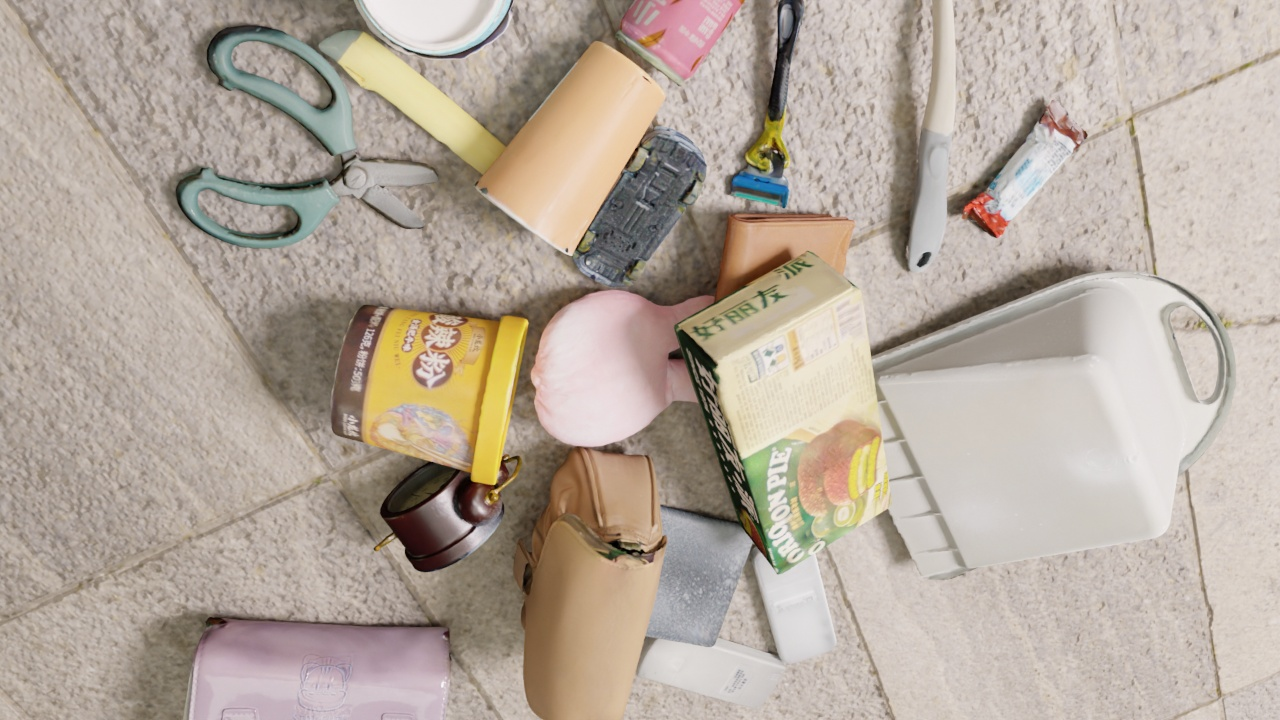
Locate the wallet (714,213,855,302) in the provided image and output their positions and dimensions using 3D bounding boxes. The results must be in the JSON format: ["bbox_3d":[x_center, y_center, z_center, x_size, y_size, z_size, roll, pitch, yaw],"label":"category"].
[{"bbox_3d":[0.101,-0.042,0.676,0.107,0.031,0.132,-4,116,-27],"label":"wallet"}]

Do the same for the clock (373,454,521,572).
[{"bbox_3d":[-0.140,0.108,0.693,0.122,0.082,0.055,-27,110,11],"label":"clock"}]

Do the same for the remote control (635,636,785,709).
[{"bbox_3d":[0.063,0.279,0.840,0.135,0.019,0.056,21,109,-17],"label":"remote control"}]

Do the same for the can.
[{"bbox_3d":[0.047,-0.249,0.573,0.058,0.058,0.147,31,106,-21],"label":"can"}]

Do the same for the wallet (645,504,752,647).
[{"bbox_3d":[0.035,0.186,0.786,0.097,0.019,0.121,14,103,-13],"label":"wallet"}]

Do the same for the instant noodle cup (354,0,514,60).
[{"bbox_3d":[-0.120,-0.222,0.523,0.111,0.120,0.111,-4,115,-8],"label":"instant noodle cup"}]

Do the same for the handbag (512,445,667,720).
[{"bbox_3d":[-0.043,0.173,0.702,0.099,0.147,0.205,7,109,-15],"label":"handbag"}]

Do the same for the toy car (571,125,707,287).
[{"bbox_3d":[-0.002,-0.106,0.644,0.054,0.036,0.121,26,118,-20],"label":"toy car"}]

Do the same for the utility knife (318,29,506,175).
[{"bbox_3d":[-0.131,-0.157,0.609,0.175,0.019,0.031,39,106,-22],"label":"utility knife"}]

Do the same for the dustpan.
[{"bbox_3d":[0.327,0.045,0.741,0.258,0.142,0.223,-14,114,40],"label":"dustpan"}]

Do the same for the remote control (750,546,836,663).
[{"bbox_3d":[0.138,0.214,0.822,0.056,0.020,0.136,-18,116,0],"label":"remote control"}]

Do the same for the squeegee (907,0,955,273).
[{"bbox_3d":[0.206,-0.173,0.646,0.246,0.039,0.247,-7,116,-6],"label":"squeegee"}]

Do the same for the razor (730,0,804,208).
[{"bbox_3d":[0.093,-0.178,0.631,0.043,0.022,0.143,14,120,15],"label":"razor"}]

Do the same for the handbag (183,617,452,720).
[{"bbox_3d":[-0.263,0.287,0.752,0.197,0.098,0.145,9,107,-14],"label":"handbag"}]

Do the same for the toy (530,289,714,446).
[{"bbox_3d":[-0.004,0.004,0.684,0.159,0.054,0.121,-9,116,-19],"label":"toy"}]

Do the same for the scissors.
[{"bbox_3d":[-0.219,-0.146,0.599,0.174,0.019,0.177,-4,114,-6],"label":"scissors"}]

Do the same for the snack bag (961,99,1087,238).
[{"bbox_3d":[0.285,-0.138,0.681,0.045,0.026,0.105,33,104,-21],"label":"snack bag"}]

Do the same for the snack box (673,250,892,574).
[{"bbox_3d":[0.113,0.047,0.675,0.114,0.063,0.240,-29,132,-9],"label":"snack box"}]

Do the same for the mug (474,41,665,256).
[{"bbox_3d":[-0.042,-0.140,0.600,0.078,0.078,0.123,34,96,-21],"label":"mug"}]

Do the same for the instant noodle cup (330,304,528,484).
[{"bbox_3d":[-0.145,0.017,0.637,0.114,0.118,0.119,12,112,-5],"label":"instant noodle cup"}]
